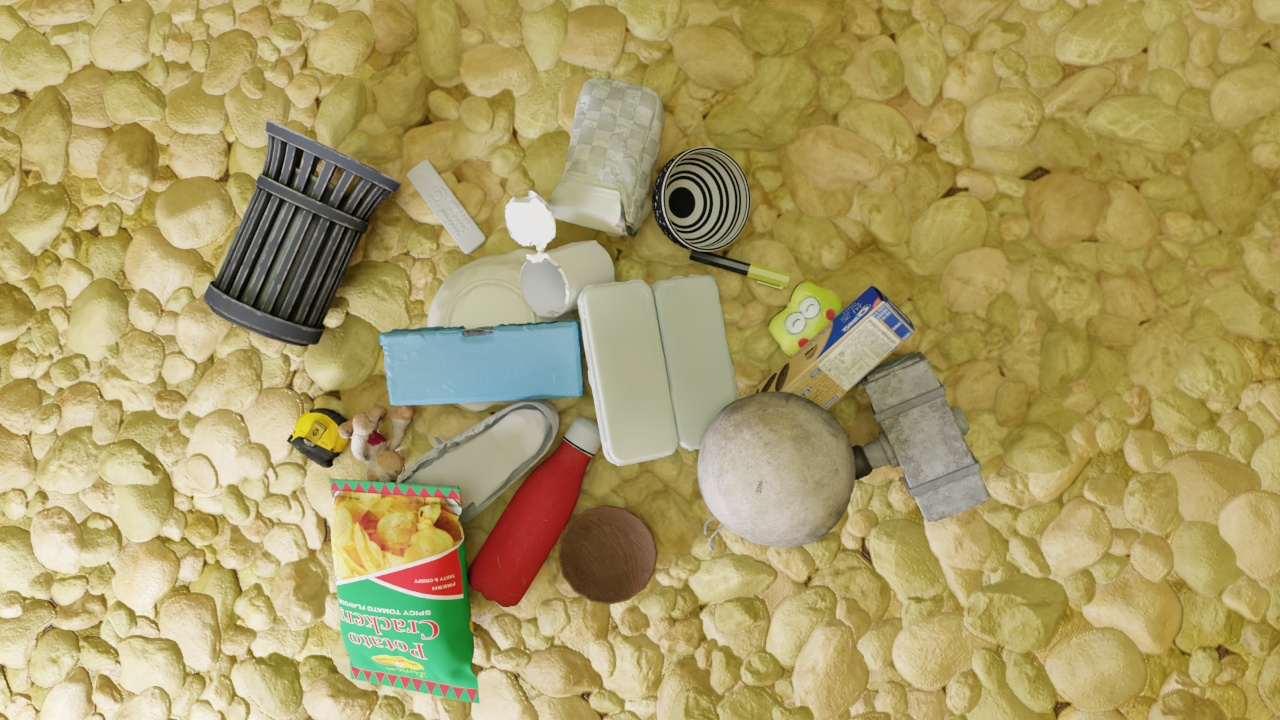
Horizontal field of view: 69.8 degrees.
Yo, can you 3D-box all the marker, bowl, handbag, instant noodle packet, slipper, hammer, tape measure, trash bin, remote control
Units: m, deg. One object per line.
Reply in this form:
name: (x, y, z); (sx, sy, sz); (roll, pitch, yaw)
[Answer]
marker: (0.119, -0.111, 1.108); (0.124, 0.017, 0.021); (17, 88, 8)
bowl: (-0.038, 0.229, 1.094); (0.118, 0.030, 0.118); (0, 90, 1)
bowl: (0.063, -0.189, 1.088); (0.120, 0.066, 0.120); (-3, 97, -27)
bowl: (0.141, 0.125, 0.999); (0.179, 0.081, 0.178); (2, 96, 18)
bowl: (-0.176, -0.040, 1.114); (0.188, 0.060, 0.219); (29, 90, 7)
handbag: (-0.031, -0.236, 1.081); (0.112, 0.123, 0.171); (15, 93, 15)
instant noodle packet: (-0.279, 0.266, 1.073); (0.196, 0.090, 0.253); (-1, 97, 27)
slipper: (-0.200, 0.124, 1.098); (0.247, 0.074, 0.112); (-35, 78, 13)
hammer: (0.215, 0.130, 1.053); (0.327, 0.079, 0.177); (-25, 92, 14)
tape measure: (-0.397, 0.091, 1.139); (0.065, 0.037, 0.064); (34, 91, 7)
trash bin: (-0.410, -0.145, 1.097); (0.164, 0.164, 0.227); (25, 93, 7)
remote control: (-0.244, -0.193, 1.153); (0.033, 0.012, 0.131); (-37, 84, 0)

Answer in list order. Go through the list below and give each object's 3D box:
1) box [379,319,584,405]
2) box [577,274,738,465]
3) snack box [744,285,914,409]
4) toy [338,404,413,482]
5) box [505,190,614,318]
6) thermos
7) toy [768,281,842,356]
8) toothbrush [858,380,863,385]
box: (-0.180, 0.001, 1.066); (0.231, 0.052, 0.093); (-4, 102, 5)
box: (0.027, 0.007, 1.060); (0.188, 0.037, 0.208); (-7, 87, -23)
snack box: (0.210, 0.008, 1.042); (0.056, 0.057, 0.207); (41, 108, -16)
toy: (-0.321, 0.109, 1.112); (0.074, 0.085, 0.106); (-4, 96, 27)
box: (-0.091, -0.132, 1.068); (0.080, 0.106, 0.150); (3, 111, 34)
thermos: (-0.117, 0.174, 1.088); (0.073, 0.073, 0.240); (31, 90, 7)
toy: (0.213, -0.034, 1.081); (0.115, 0.046, 0.092); (38, 93, -1)
toothbrush: (0.317, 0.069, 1.078); (0.166, 0.016, 0.014); (34, 93, 7)
